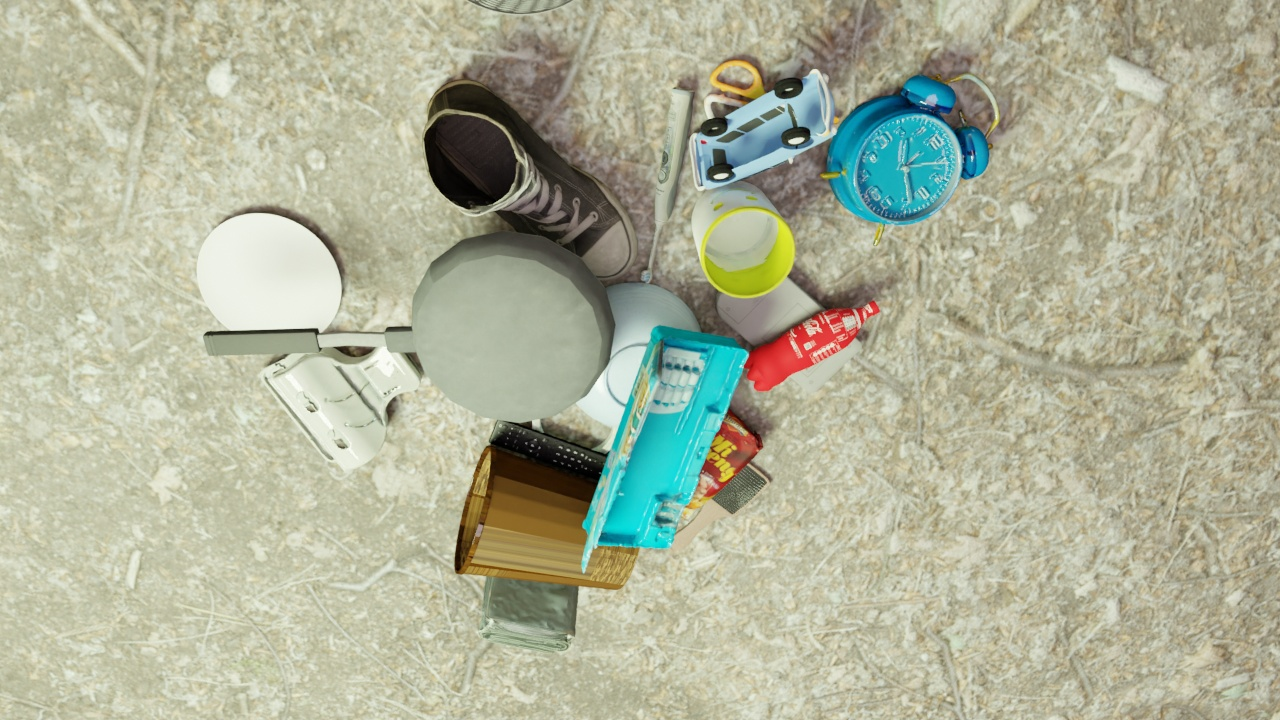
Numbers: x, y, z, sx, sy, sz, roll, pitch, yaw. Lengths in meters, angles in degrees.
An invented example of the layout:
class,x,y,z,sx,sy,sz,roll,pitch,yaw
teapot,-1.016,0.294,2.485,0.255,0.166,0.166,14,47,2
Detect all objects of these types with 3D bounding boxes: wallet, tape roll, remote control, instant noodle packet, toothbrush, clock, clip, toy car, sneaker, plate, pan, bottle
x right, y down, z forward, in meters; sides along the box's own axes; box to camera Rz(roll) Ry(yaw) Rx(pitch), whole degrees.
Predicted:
class,x,y,z,sx,sy,sz,roll,pitch,yaw
wallet,-0.117,0.249,0.978,0.100,0.131,0.054,11,117,-6
tape roll,-0.067,0.065,0.960,0.093,0.013,0.093,-1,114,-2
remote control,0.146,-0.037,0.919,0.151,0.019,0.074,38,108,-18
instant noodle packet,0.054,0.101,0.969,0.098,0.039,0.136,39,108,-11
toothbrush,0.023,-0.159,0.857,0.024,0.022,0.186,-12,123,-42
clock,0.246,-0.190,0.830,0.162,0.060,0.117,-41,110,14
remote control,-0.088,0.095,0.959,0.140,0.009,0.030,20,112,-11
clip,-0.291,0.040,0.905,0.152,0.104,0.126,-22,116,19
toy car,0.107,-0.194,0.793,0.054,0.154,0.056,2,77,-43
sneaker,-0.094,-0.143,0.807,0.095,0.119,0.235,-38,113,14
plate,-0.356,-0.077,0.884,0.134,0.011,0.135,-1,115,-2
pan,-0.200,-0.017,0.790,0.357,0.041,0.179,-2,118,2
bottle,0.167,-0.018,0.893,0.142,0.041,0.042,-30,112,10

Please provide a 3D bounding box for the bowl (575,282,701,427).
class,x,y,z,sx,sy,sz,roll,pitch,yaw
bowl,-0.005,0.005,0.893,0.150,0.074,0.151,-2,109,-7

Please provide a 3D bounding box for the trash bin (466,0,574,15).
class,x,y,z,sx,sy,sz,roll,pitch,yaw
trash bin,-0.085,-0.345,0.678,0.156,0.183,0.157,-1,114,-2

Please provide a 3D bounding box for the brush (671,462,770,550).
class,x,y,z,sx,sy,sz,roll,pitch,yaw
brush,0.082,0.166,1.011,0.050,0.015,0.136,39,107,-17

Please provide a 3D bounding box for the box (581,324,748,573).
class,x,y,z,sx,sy,sz,roll,pitch,yaw
box,0.001,0.083,0.838,0.084,0.171,0.228,32,115,28

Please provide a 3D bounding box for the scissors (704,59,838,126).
class,x,y,z,sx,sy,sz,roll,pitch,yaw
scissors,0.120,-0.228,0.834,0.128,0.013,0.065,16,114,-8

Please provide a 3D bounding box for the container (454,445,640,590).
class,x,y,z,sx,sy,sz,roll,pitch,yaw
container,-0.093,0.172,0.952,0.167,0.132,0.132,16,113,-16

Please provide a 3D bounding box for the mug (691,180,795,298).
class,x,y,z,sx,sy,sz,roll,pitch,yaw
mug,0.091,-0.113,0.834,0.082,0.106,0.083,-1,115,-2
